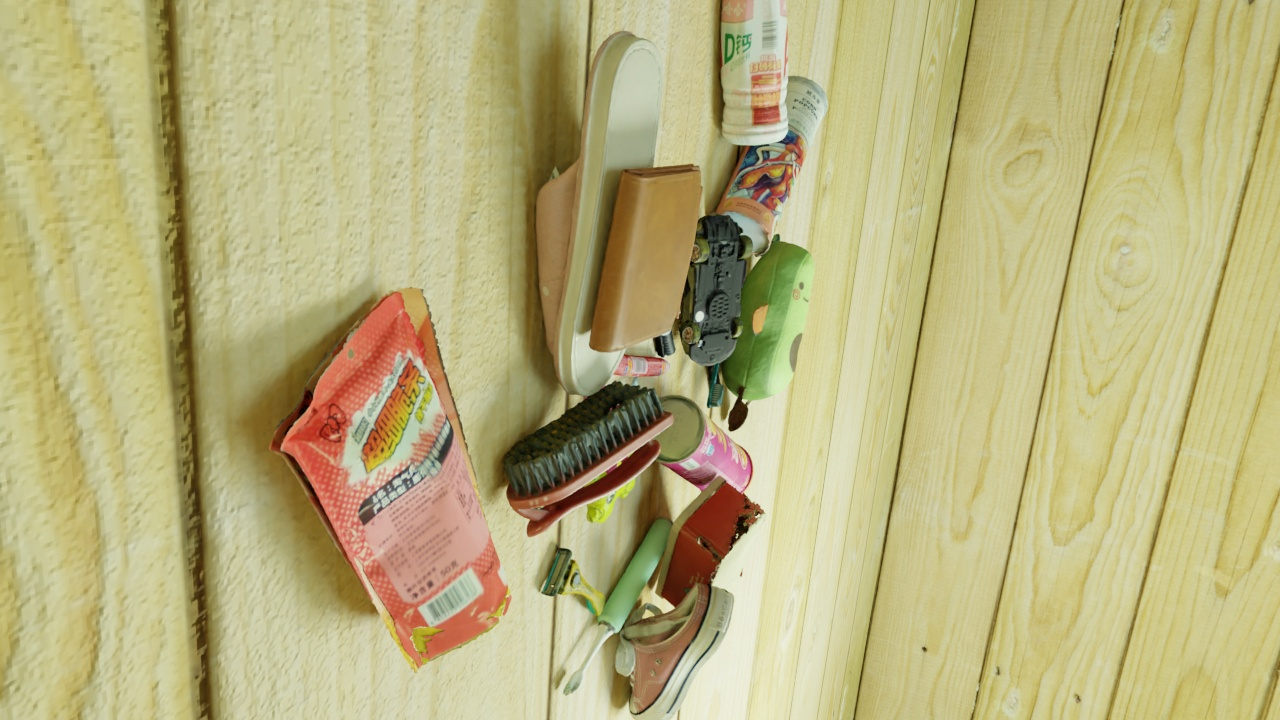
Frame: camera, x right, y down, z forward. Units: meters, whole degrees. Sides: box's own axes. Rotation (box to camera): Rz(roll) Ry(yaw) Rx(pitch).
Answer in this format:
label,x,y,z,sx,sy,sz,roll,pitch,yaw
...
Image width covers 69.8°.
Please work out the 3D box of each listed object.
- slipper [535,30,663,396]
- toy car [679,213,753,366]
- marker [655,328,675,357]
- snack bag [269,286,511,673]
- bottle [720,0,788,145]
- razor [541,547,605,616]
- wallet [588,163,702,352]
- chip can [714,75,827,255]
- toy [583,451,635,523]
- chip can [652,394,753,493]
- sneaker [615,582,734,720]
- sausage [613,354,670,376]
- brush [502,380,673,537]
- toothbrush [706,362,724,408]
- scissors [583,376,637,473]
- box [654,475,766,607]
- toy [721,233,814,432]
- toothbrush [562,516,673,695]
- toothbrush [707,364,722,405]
label,x,y,z,sx,sy,sz,roll,pitch,yaw
slipper,-0.035,-0.101,0.678,0.113,0.054,0.275,-34,137,-55
toy car,0.073,-0.071,0.944,0.070,0.042,0.158,-7,110,-34
marker,0.016,-0.050,0.868,0.022,0.018,0.131,-53,148,-28
snack bag,-0.135,0.076,0.533,0.128,0.073,0.208,-59,145,-46
bottle,0.111,-0.317,0.905,0.068,0.068,0.197,-43,134,-54
razor,-0.052,0.211,0.831,0.133,0.028,0.043,65,39,-57
wallet,0.011,-0.078,0.681,0.118,0.035,0.131,-27,133,-58
chip can,0.143,-0.216,1.014,0.214,0.071,0.071,-65,153,-27
toy,-0.026,0.099,0.828,0.100,0.031,0.096,33,66,-69
chip can,0.064,0.097,0.982,0.210,0.071,0.071,44,61,-63
sneaker,0.018,0.301,0.957,0.118,0.088,0.242,-70,-178,-46
sausage,-0.005,0.005,0.844,0.155,0.020,0.020,5,96,-67
brush,-0.042,0.077,0.710,0.145,0.063,0.069,-32,117,-35
toothbrush,0.097,-0.028,1.032,0.016,0.018,0.191,70,29,-53
scissors,-0.015,0.058,0.809,0.133,0.017,0.125,32,46,-59
box,0.080,0.210,0.980,0.091,0.079,0.169,-40,155,-33
toy,0.148,-0.030,1.091,0.226,0.090,0.247,8,98,-77
toothbrush,-0.018,0.241,0.917,0.027,0.026,0.223,-49,-177,45
toothbrush,0.077,-0.009,1.032,0.018,0.016,0.181,-54,147,-33
